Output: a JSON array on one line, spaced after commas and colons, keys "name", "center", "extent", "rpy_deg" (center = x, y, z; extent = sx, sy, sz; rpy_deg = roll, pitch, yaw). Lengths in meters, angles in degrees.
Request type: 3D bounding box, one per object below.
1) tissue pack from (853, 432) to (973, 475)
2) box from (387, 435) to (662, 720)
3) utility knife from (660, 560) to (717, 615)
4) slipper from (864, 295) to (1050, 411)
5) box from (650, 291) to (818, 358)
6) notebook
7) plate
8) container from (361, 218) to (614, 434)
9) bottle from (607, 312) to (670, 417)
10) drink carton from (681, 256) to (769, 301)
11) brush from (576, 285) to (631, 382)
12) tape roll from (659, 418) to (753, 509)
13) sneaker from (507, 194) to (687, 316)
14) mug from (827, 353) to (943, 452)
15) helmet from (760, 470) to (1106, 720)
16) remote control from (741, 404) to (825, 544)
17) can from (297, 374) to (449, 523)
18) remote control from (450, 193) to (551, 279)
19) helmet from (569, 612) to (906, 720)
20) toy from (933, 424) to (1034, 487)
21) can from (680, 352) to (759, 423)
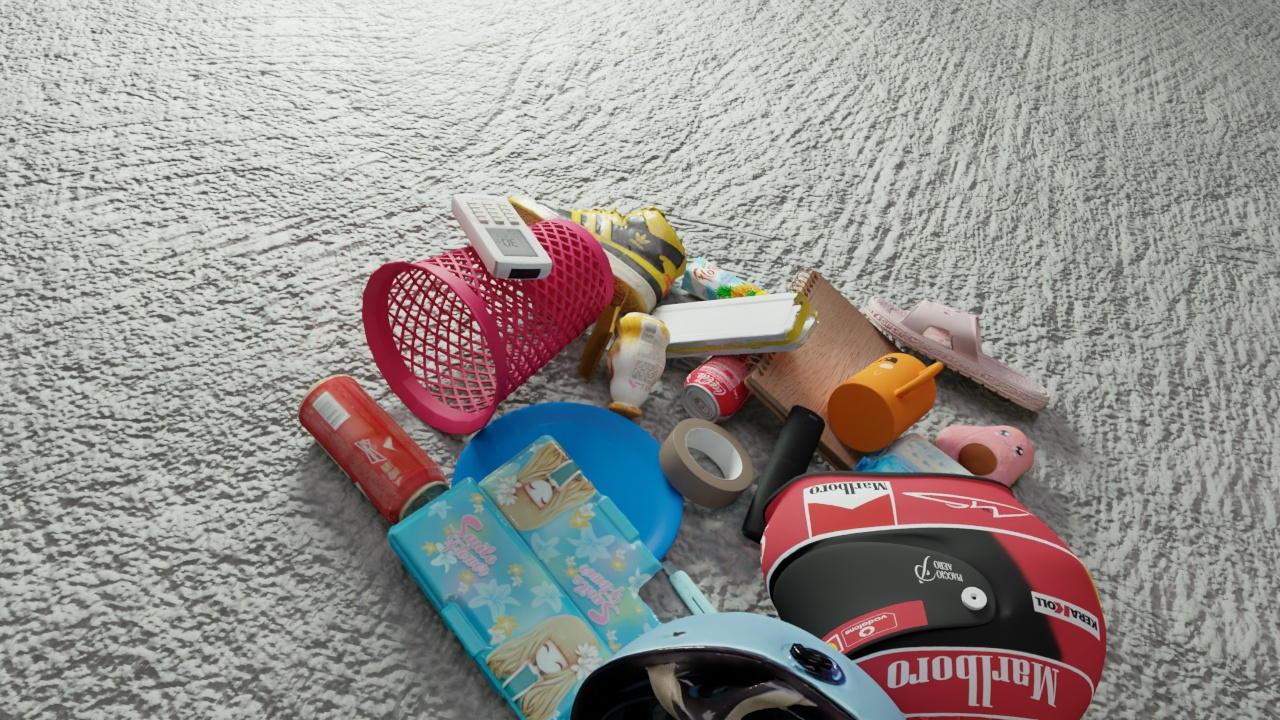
[{"name": "tissue pack", "center": [0.290, 0.140, 0.938], "extent": [0.144, 0.062, 0.092], "rpy_deg": [39, 49, 22]}, {"name": "box", "center": [-0.083, 0.186, 0.799], "extent": [0.181, 0.039, 0.227], "rpy_deg": [-35, 67, -22]}, {"name": "utility knife", "center": [0.057, 0.229, 0.838], "extent": [0.022, 0.015, 0.120], "rpy_deg": [-40, 58, -2]}, {"name": "slipper", "center": [0.385, -0.025, 1.096], "extent": [0.239, 0.064, 0.094], "rpy_deg": [32, 21, 12]}, {"name": "box", "center": [0.093, -0.032, 1.004], "extent": [0.210, 0.044, 0.065], "rpy_deg": [-3, 48, 40]}, {"name": "notebook", "center": [0.210, 0.006, 1.031], "extent": [0.169, 0.022, 0.209], "rpy_deg": [42, 48, -7]}, {"name": "plate", "center": [-0.071, 0.133, 0.895], "extent": [0.224, 0.024, 0.223], "rpy_deg": [6, 46, -6]}, {"name": "container", "center": [-0.144, -0.055, 0.970], "extent": [0.183, 0.184, 0.225], "rpy_deg": [33, 41, 19]}, {"name": "bottle", "center": [-0.006, 0.006, 0.989], "extent": [0.063, 0.063, 0.108], "rpy_deg": [13, 76, 0]}, {"name": "drink carton", "center": [0.112, -0.082, 1.130], "extent": [0.129, 0.039, 0.044], "rpy_deg": [30, 48, 16]}, {"name": "brush", "center": [-0.039, -0.034, 0.987], "extent": [0.017, 0.127, 0.048], "rpy_deg": [21, 43, -8]}, {"name": "tape roll", "center": [0.067, 0.103, 0.927], "extent": [0.093, 0.030, 0.093], "rpy_deg": [23, 36, -18]}, {"name": "sneaker", "center": [-0.047, -0.156, 1.124], "extent": [0.238, 0.086, 0.121], "rpy_deg": [38, 63, 17]}, {"name": "mug", "center": [0.266, 0.036, 0.960], "extent": [0.095, 0.113, 0.077], "rpy_deg": [-26, 82, -42]}, {"name": "helmet", "center": [0.238, 0.221, 0.758], "extent": [0.271, 0.198, 0.224], "rpy_deg": [3, 45, 2]}, {"name": "remote control", "center": [0.146, 0.115, 0.924], "extent": [0.041, 0.020, 0.151], "rpy_deg": [31, 69, -11]}, {"name": "can", "center": [-0.254, 0.085, 0.872], "extent": [0.170, 0.067, 0.067], "rpy_deg": [39, 51, 24]}, {"name": "remote control", "center": [-0.139, -0.123, 0.900], "extent": [0.060, 0.025, 0.138], "rpy_deg": [-3, 39, -33]}, {"name": "helmet", "center": [0.089, 0.285, 0.651], "extent": [0.266, 0.226, 0.166], "rpy_deg": [19, 19, 26]}, {"name": "toy", "center": [0.377, 0.104, 0.998], "extent": [0.109, 0.051, 0.090], "rpy_deg": [-15, 53, -26]}, {"name": "can", "center": [0.096, 0.022, 1.008], "extent": [0.064, 0.064, 0.104], "rpy_deg": [36, 50, 21]}]
